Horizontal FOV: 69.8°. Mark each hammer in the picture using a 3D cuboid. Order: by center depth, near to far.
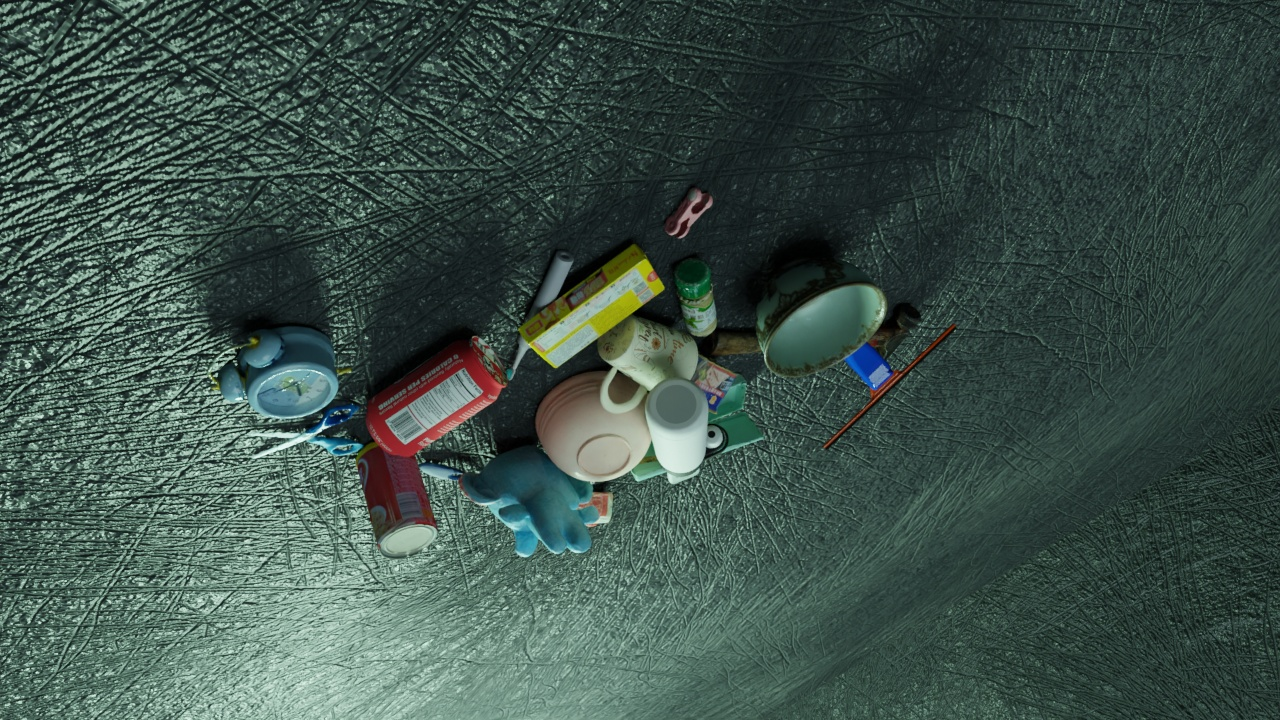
[{"bbox_3d":[0.224,-0.021,1.226,0.329,0.033,0.120,-3,141,-31],"label":"hammer"}]

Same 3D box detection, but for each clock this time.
[{"bbox_3d":[-0.341,0.010,0.862,0.089,0.051,0.124,-42,144,24],"label":"clock"}]

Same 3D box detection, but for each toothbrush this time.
[{"bbox_3d":[-0.112,-0.042,0.977,0.019,0.018,0.188,-7,142,-37],"label":"toothbrush"},{"bbox_3d":[-0.224,0.144,1.153,0.021,0.016,0.132,-44,143,21],"label":"toothbrush"}]

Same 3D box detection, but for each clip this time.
[{"bbox_3d":[0.052,-0.151,0.942,0.043,0.023,0.060,-3,134,-29],"label":"clip"}]

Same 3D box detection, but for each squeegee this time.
[{"bbox_3d":[0.304,0.002,1.235,0.249,0.055,0.184,-45,146,8],"label":"squeegee"}]

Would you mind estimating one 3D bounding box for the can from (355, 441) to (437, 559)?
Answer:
[{"bbox_3d":[-0.275,0.153,1.033,0.066,0.124,0.067,-18,145,-13],"label":"can"}]

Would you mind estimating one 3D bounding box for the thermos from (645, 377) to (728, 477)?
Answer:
[{"bbox_3d":[0.060,0.079,1.089,0.101,0.068,0.230,-27,160,-6],"label":"thermos"}]

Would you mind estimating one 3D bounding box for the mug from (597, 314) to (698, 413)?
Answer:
[{"bbox_3d":[-0.006,0.006,1.054,0.097,0.081,0.122,26,99,-42],"label":"mug"}]

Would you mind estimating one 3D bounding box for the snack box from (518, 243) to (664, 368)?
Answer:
[{"bbox_3d":[-0.050,-0.056,0.974,0.152,0.025,0.075,-36,153,2],"label":"snack box"}]

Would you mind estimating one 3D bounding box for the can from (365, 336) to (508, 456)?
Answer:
[{"bbox_3d":[-0.215,0.039,0.965,0.142,0.074,0.074,-33,146,9],"label":"can"}]

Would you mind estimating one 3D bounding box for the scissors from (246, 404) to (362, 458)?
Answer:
[{"bbox_3d":[-0.353,0.074,0.979,0.130,0.014,0.117,8,137,-35],"label":"scissors"}]

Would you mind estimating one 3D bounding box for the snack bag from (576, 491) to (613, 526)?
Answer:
[{"bbox_3d":[-0.118,0.216,1.309,0.155,0.044,0.087,-1,134,-27],"label":"snack bag"}]

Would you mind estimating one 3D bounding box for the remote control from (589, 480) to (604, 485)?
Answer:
[{"bbox_3d":[-0.069,0.132,1.245,0.058,0.013,0.134,-13,144,-20],"label":"remote control"}]

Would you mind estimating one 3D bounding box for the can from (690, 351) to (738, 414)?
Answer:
[{"bbox_3d":[0.072,0.022,1.145,0.099,0.054,0.059,26,97,-49],"label":"can"}]

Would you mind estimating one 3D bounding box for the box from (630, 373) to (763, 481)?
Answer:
[{"bbox_3d":[0.068,0.099,1.226,0.188,0.091,0.077,-18,147,-13],"label":"box"}]

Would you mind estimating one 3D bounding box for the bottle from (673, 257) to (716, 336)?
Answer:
[{"bbox_3d":[0.064,-0.069,1.042,0.042,0.042,0.110,-24,148,-5],"label":"bottle"}]

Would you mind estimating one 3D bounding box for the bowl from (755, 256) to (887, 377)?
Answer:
[{"bbox_3d":[0.200,-0.066,1.089,0.159,0.093,0.160,-18,146,-13],"label":"bowl"}]

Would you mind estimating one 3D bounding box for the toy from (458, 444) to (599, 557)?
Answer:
[{"bbox_3d":[-0.126,0.187,1.132,0.183,0.180,0.115,7,118,-38],"label":"toy"}]

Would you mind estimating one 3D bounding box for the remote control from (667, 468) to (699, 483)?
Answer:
[{"bbox_3d":[0.059,0.134,1.328,0.050,0.022,0.133,-21,146,-10],"label":"remote control"}]

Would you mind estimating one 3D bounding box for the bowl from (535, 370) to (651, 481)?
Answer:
[{"bbox_3d":[-0.050,0.094,1.116,0.153,0.076,0.153,-7,129,-9],"label":"bowl"}]
